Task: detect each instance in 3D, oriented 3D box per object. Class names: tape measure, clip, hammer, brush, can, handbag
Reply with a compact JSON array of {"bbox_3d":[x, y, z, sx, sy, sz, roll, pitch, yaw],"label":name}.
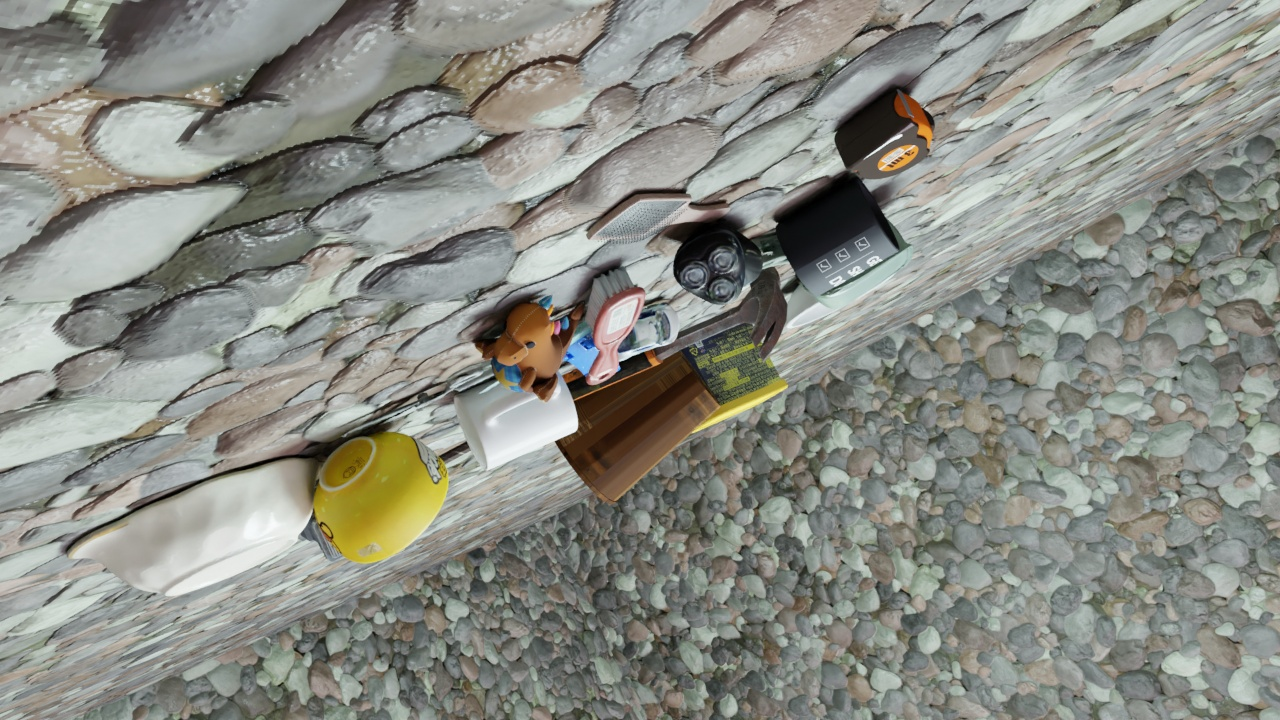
[{"bbox_3d":[0.166,-0.153,0.618,0.058,0.038,0.058,3,152,-44],"label":"tape measure"},{"bbox_3d":[0.123,-0.099,0.820,0.075,0.042,0.023,-17,169,-40],"label":"clip"},{"bbox_3d":[-0.005,0.005,0.898,0.315,0.035,0.137,-23,-154,16],"label":"hammer"},{"bbox_3d":[-0.028,-0.025,0.748,0.041,0.030,0.173,-24,163,-18],"label":"brush"},{"bbox_3d":[0.103,0.016,1.161,0.135,0.104,0.075,-20,169,-36],"label":"can"},{"bbox_3d":[0.022,-0.093,0.611,0.050,0.015,0.135,-32,169,36],"label":"brush"},{"bbox_3d":[0.208,-0.102,0.914,0.106,0.067,0.121,-37,169,12],"label":"handbag"},{"bbox_3d":[-0.197,0.099,0.951,0.321,0.044,0.099,-28,-159,-32],"label":"hammer"}]

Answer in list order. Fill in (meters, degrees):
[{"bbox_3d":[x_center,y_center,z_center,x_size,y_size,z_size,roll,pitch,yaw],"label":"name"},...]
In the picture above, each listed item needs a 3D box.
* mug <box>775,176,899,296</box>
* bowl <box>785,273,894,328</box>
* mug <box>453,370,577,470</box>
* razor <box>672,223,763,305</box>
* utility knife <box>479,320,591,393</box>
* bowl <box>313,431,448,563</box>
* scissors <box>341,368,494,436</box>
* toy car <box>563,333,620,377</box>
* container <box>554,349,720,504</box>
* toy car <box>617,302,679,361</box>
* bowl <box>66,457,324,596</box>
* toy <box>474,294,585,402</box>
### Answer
[{"bbox_3d":[0.173,-0.102,0.785,0.078,0.071,0.105,-30,160,23],"label":"mug"},{"bbox_3d":[0.237,-0.093,1.121,0.149,0.043,0.149,-26,171,-5],"label":"bowl"},{"bbox_3d":[-0.110,0.044,0.824,0.090,0.073,0.111,-23,170,-20],"label":"mug"},{"bbox_3d":[0.068,-0.070,0.712,0.053,0.063,0.140,-29,170,19],"label":"razor"},{"bbox_3d":[-0.067,-0.013,0.778,0.166,0.015,0.022,-33,172,6],"label":"utility knife"},{"bbox_3d":[-0.233,0.107,0.790,0.117,0.117,0.068,-28,128,7],"label":"bowl"},{"bbox_3d":[-0.167,0.028,0.772,0.142,0.014,0.157,-26,179,42],"label":"scissors"},{"bbox_3d":[-0.047,-0.017,0.858,0.033,0.061,0.092,-27,142,18],"label":"toy car"},{"bbox_3d":[-0.005,0.063,1.058,0.167,0.132,0.132,-37,170,5],"label":"container"},{"bbox_3d":[0.002,-0.026,0.834,0.089,0.039,0.027,-21,-169,-33],"label":"toy car"},{"bbox_3d":[-0.355,0.149,0.777,0.189,0.060,0.218,-34,168,38],"label":"bowl"},{"bbox_3d":[-0.072,-0.023,0.688,0.102,0.070,0.090,-47,167,-27],"label":"toy"}]
